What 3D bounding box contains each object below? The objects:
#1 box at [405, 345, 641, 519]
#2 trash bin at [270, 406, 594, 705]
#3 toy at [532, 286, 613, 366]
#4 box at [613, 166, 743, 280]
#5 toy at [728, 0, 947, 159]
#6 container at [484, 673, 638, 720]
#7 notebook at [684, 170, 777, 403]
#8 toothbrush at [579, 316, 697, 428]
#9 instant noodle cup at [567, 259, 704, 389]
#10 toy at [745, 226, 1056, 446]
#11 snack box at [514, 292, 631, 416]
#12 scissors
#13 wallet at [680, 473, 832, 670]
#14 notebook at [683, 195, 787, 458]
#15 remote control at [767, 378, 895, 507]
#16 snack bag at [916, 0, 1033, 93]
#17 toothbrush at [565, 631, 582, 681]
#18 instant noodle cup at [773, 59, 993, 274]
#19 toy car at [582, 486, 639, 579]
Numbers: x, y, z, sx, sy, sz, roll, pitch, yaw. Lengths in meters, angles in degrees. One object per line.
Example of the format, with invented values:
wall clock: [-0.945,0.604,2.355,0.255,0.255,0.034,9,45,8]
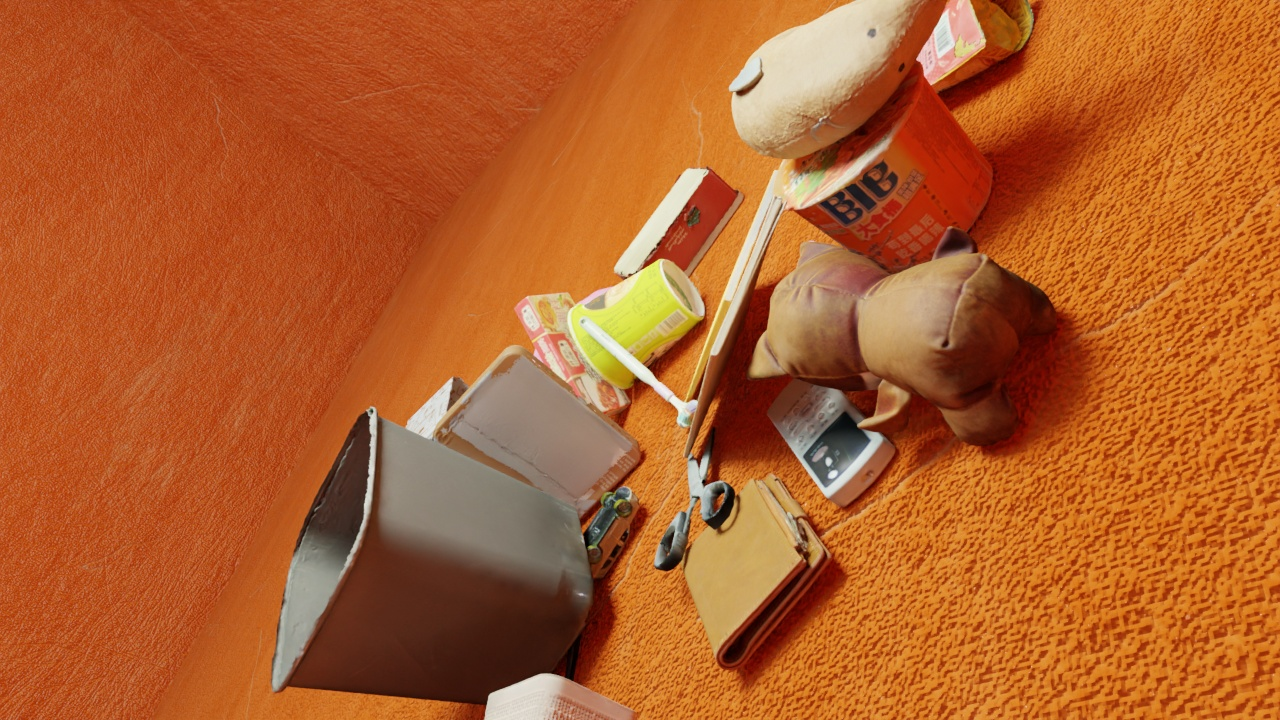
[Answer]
box: [-0.132,0.081,0.986,0.205,0.181,0.157,-45,18,13]
trash bin: [-0.178,0.186,0.807,0.199,0.219,0.198,-57,27,21]
toy: [-0.080,-0.025,1.148,0.179,0.074,0.194,-54,0,18]
box: [0.039,-0.161,1.134,0.168,0.077,0.091,-54,22,-2]
toy: [0.156,-0.224,0.676,0.226,0.082,0.143,-12,54,56]
container: [-0.066,0.298,0.649,0.090,0.090,0.110,-35,32,40]
notebook: [0.082,-0.060,0.851,0.207,0.010,0.145,104,-172,-62]
toothbrush: [-0.006,0.005,0.928,0.029,0.020,0.189,-50,53,2]
instant noodle cup: [0.002,-0.047,1.016,0.124,0.111,0.111,-35,27,22]
toy: [0.166,-0.020,0.614,0.200,0.130,0.140,11,63,43]
snack box: [-0.075,-0.005,1.020,0.026,0.153,0.075,-38,-15,32]
scissors: [0.044,0.110,0.762,0.165,0.014,0.164,-55,12,-21]
wallet: [0.078,0.143,0.656,0.108,0.031,0.131,-50,18,8]
notebook: [0.074,-0.018,0.768,0.212,0.012,0.149,97,-164,-64]
remote control: [0.138,0.051,0.687,0.058,0.021,0.150,-50,21,10]
snack bag: [0.262,-0.275,0.874,0.208,0.073,0.128,-28,28,58]
toothbrush: [-0.060,0.259,0.793,0.018,0.015,0.180,-50,21,35]
instant noodle cup: [0.199,-0.148,0.737,0.152,0.111,0.151,-44,24,24]
toy car: [-0.031,0.159,0.853,0.090,0.035,0.042,-58,23,-9]
